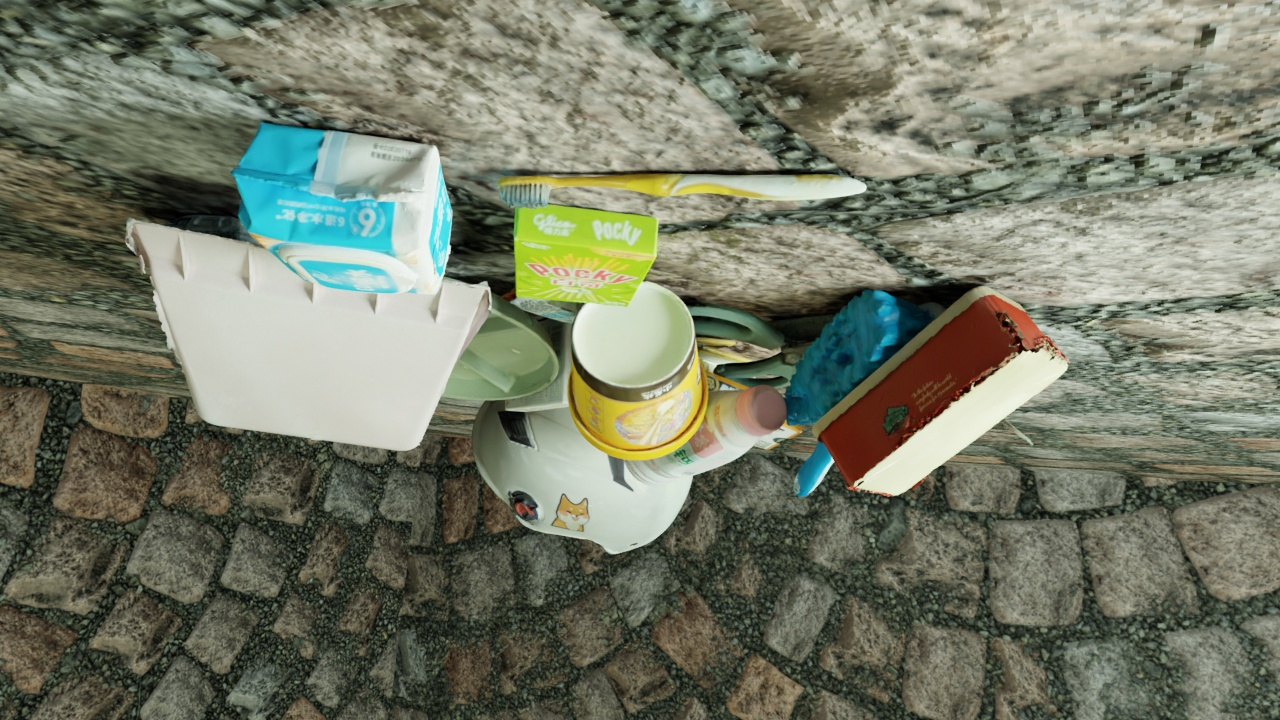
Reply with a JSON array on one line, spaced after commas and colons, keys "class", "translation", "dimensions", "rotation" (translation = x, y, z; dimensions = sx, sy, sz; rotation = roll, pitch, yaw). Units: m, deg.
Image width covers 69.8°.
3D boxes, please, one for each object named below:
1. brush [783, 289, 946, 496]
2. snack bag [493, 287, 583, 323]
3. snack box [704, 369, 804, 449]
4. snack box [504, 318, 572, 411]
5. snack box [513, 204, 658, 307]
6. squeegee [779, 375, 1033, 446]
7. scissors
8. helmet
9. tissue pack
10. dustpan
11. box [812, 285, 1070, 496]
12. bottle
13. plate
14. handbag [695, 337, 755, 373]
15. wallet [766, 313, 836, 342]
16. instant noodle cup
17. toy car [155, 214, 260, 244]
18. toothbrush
[{"class": "brush", "translation": [0.164, 0.047, 0.786], "dimensions": [0.109, 0.060, 0.315], "rotation": [-2, 147, -24]}, {"class": "snack bag", "translation": [-0.067, -0.047, 0.747], "dimensions": [0.048, 0.026, 0.104], "rotation": [-14, 161, 38]}, {"class": "snack box", "translation": [0.073, 0.042, 0.876], "dimensions": [0.153, 0.026, 0.075], "rotation": [21, 155, -11]}, {"class": "snack box", "translation": [-0.096, 0.005, 0.912], "dimensions": [0.026, 0.084, 0.157], "rotation": [5, 173, -27]}, {"class": "snack box", "translation": [-0.041, -0.066, 0.608], "dimensions": [0.085, 0.026, 0.156], "rotation": [5, 171, -7]}, {"class": "squeegee", "translation": [0.277, 0.028, 1.004], "dimensions": [0.250, 0.040, 0.247], "rotation": [9, -171, 8]}, {"class": "scissors", "translation": [0.099, -0.005, 0.811], "dimensions": [0.170, 0.019, 0.181], "rotation": [13, 158, 1]}, {"class": "helmet", "translation": [-0.053, 0.090, 1.079], "dimensions": [0.274, 0.229, 0.157], "rotation": [31, 144, -4]}, {"class": "tissue pack", "translation": [-0.152, -0.074, 0.491], "dimensions": [0.090, 0.063, 0.140], "rotation": [6, 172, -7]}, {"class": "dustpan", "translation": [-0.238, -0.037, 0.693], "dimensions": [0.222, 0.138, 0.274], "rotation": [12, 138, -15]}, {"class": "box", "translation": [0.220, 0.034, 0.666], "dimensions": [0.091, 0.075, 0.169], "rotation": [14, 130, -45]}, {"class": "bottle", "translation": [0.056, 0.066, 0.823], "dimensions": [0.068, 0.068, 0.197], "rotation": [10, 160, -28]}, {"class": "plate", "translation": [-0.185, -0.019, 0.821], "dimensions": [0.230, 0.027, 0.230], "rotation": [6, 155, 3]}, {"class": "handbag", "translation": [0.024, 0.000, 0.948], "dimensions": [0.178, 0.063, 0.164], "rotation": [27, 162, -27]}, {"class": "wallet", "translation": [0.181, -0.021, 0.804], "dimensions": [0.097, 0.019, 0.120], "rotation": [-4, 169, 43]}, {"class": "instant noodle cup", "translation": [-0.004, 0.004, 0.730], "dimensions": [0.118, 0.118, 0.115], "rotation": [4, 153, 5]}, {"class": "toy car", "translation": [-0.304, -0.081, 0.630], "dimensions": [0.091, 0.034, 0.043], "rotation": [3, 170, 10]}, {"class": "toothbrush", "translation": [0.016, -0.086, 0.467], "dimensions": [0.191, 0.018, 0.016], "rotation": [3, 173, 13]}]
